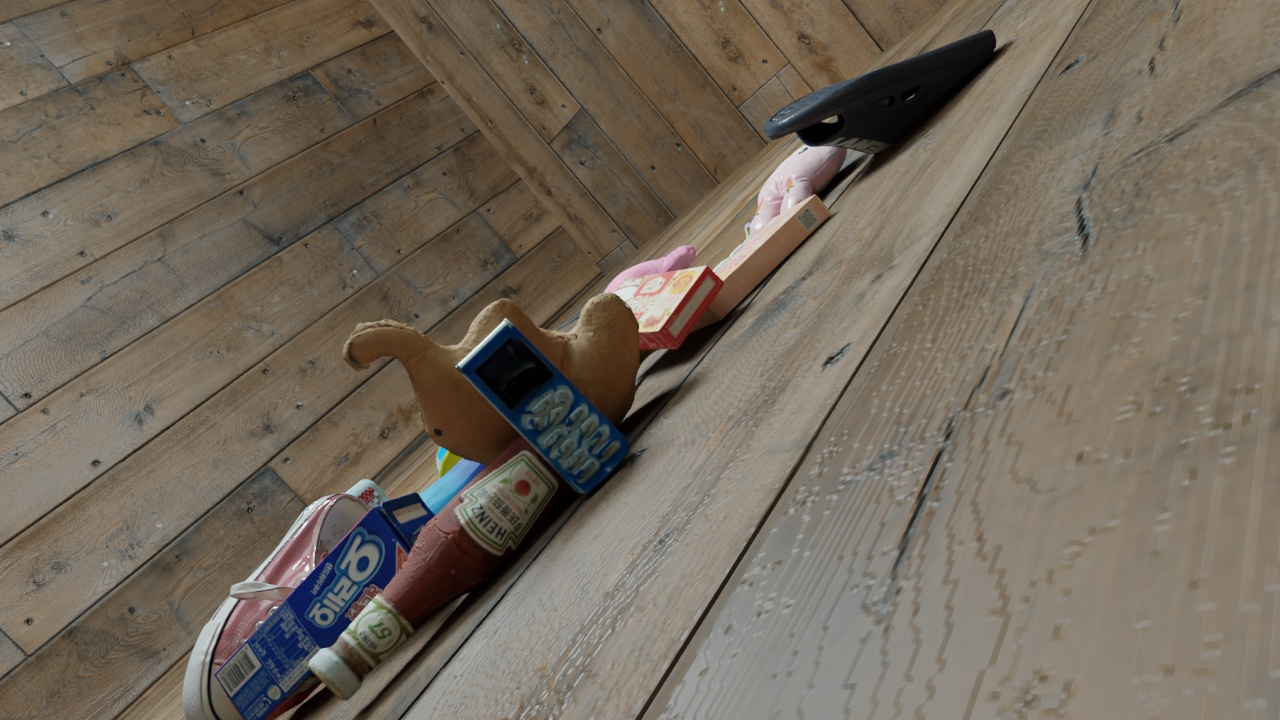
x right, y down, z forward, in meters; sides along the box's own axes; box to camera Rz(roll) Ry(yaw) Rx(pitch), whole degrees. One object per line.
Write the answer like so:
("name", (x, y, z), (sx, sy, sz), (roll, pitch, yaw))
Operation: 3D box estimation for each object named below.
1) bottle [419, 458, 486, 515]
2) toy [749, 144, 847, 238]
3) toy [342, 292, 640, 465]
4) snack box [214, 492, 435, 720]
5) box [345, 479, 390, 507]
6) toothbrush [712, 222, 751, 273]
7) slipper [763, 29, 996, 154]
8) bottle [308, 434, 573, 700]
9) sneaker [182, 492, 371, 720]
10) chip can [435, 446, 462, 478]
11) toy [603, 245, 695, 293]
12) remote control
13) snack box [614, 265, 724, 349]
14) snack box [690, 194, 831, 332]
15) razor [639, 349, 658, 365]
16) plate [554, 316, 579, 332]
("bottle", (-0.106, 0.081, 0.769), (0.218, 0.065, 0.065), (-46, 9, -31))
("toy", (0.175, -0.195, 1.030), (0.122, 0.054, 0.159), (-34, 18, 45))
("toy", (-0.102, 0.018, 0.678), (0.225, 0.143, 0.082), (-4, 23, -31))
("snack box", (-0.228, 0.187, 0.682), (0.208, 0.057, 0.058), (-45, -13, 16))
("box", (-0.328, 0.220, 0.961), (0.095, 0.100, 0.200), (-37, 7, 26))
("toothbrush", (0.086, -0.100, 1.041), (0.189, 0.029, 0.020), (-47, -33, -30))
("slipper", (0.258, -0.262, 0.941), (0.267, 0.083, 0.111), (-25, 11, -15))
("bottle", (-0.128, 0.133, 0.607), (0.205, 0.060, 0.060), (-45, 8, -27))
("sneaker", (-0.306, 0.217, 0.812), (0.088, 0.118, 0.240), (-19, 35, 44))
("chip can", (-0.165, 0.105, 0.906), (0.071, 0.071, 0.210), (-42, 8, -12))
("toy", (-0.012, -0.074, 1.173), (0.178, 0.074, 0.195), (-41, 4, -11))
("remote control", (-0.065, 0.032, 0.615), (0.049, 0.125, 0.024), (-44, -2, -9))
("snack box", (0.008, -0.045, 0.830), (0.075, 0.025, 0.153), (-54, 23, -17))
("snack box", (0.103, -0.090, 0.860), (0.157, 0.026, 0.085), (-43, 8, -18))
("razor", (-0.005, 0.005, 0.845), (0.028, 0.043, 0.132), (-46, 8, 42))
("plate", (-0.123, 0.008, 1.021), (0.162, 0.034, 0.264), (-33, 3, 35))
